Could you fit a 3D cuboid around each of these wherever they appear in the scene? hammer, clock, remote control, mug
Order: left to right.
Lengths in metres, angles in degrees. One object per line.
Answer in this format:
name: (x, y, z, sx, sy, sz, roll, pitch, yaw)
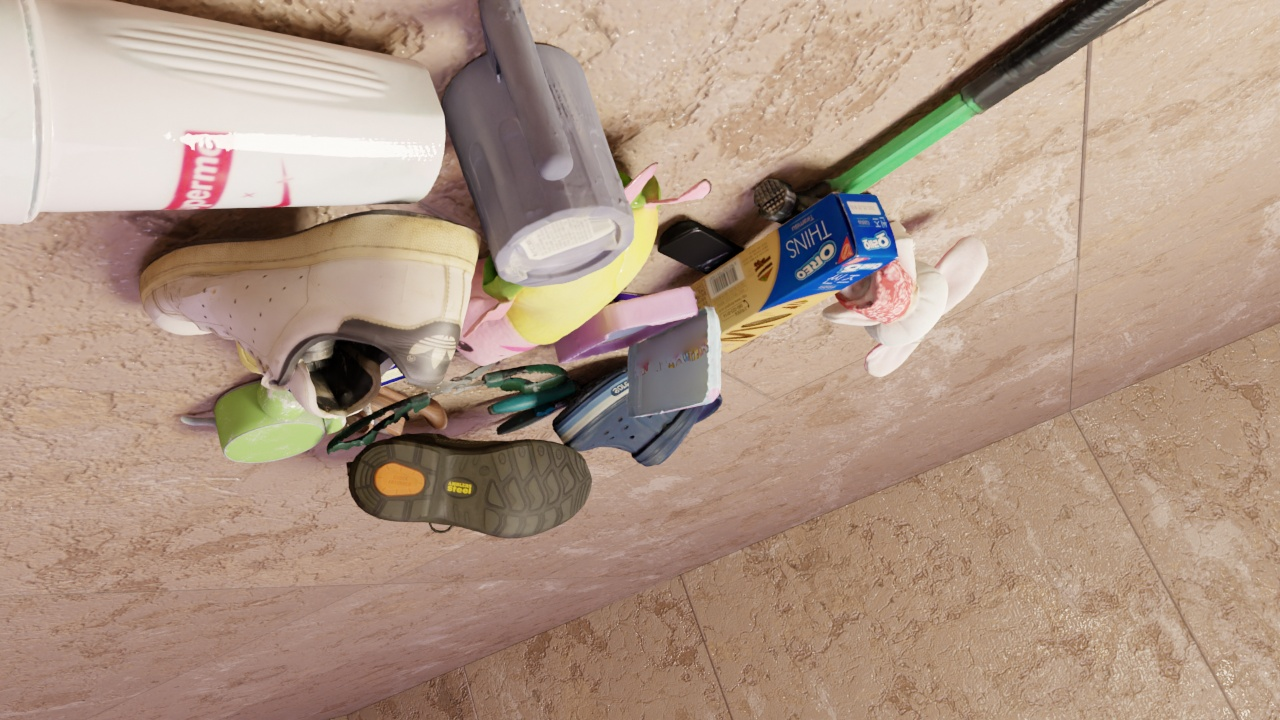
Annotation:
clock: (-0.296, 0.047, 0.750, 0.119, 0.042, 0.094, -25, 160, 11)
mug: (-0.055, -0.112, 0.483, 0.083, 0.104, 0.124, -16, 160, -9)
remote control: (0.064, -0.090, 0.775, 0.041, 0.020, 0.151, -25, 161, 26)
hammer: (0.241, -0.189, 0.675, 0.320, 0.032, 0.130, -34, 155, 32)

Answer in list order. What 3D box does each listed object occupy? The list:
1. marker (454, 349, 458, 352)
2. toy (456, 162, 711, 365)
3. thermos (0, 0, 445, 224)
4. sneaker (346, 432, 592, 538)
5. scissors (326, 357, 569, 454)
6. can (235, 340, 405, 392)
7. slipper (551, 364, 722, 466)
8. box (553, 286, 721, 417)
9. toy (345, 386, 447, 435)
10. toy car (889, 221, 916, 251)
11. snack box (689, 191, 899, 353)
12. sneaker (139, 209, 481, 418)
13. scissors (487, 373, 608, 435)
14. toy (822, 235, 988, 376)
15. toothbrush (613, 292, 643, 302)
marker: (-0.153, -0.014, 0.765, 0.123, 0.017, 0.021, -14, 159, -21)
toy: (-0.055, -0.067, 0.623, 0.239, 0.087, 0.189, -31, -178, 41)
thermos: (-0.195, -0.106, 0.388, 0.219, 0.099, 0.100, -8, 157, -42)
sneaker: (-0.178, 0.123, 0.907, 0.237, 0.101, 0.143, 8, 173, -28)
scissors: (-0.155, 0.033, 0.781, 0.202, 0.015, 0.201, -28, 165, 26)
can: (-0.210, -0.016, 0.651, 0.116, 0.056, 0.092, -19, 161, -4)
slipper: (0.018, 0.062, 0.997, 0.105, 0.095, 0.252, -38, 161, 32)
box: (-0.002, 0.006, 0.761, 0.089, 0.092, 0.214, -14, 178, -18)
toy: (-0.225, 0.047, 0.821, 0.055, 0.041, 0.102, -46, 148, 4)
toy car: (0.194, -0.102, 0.847, 0.113, 0.039, 0.039, -21, 139, -1)
snack box: (0.111, -0.065, 0.757, 0.056, 0.057, 0.207, -4, 163, -40)
sneaker: (-0.190, -0.018, 0.519, 0.242, 0.102, 0.088, -5, 174, 31)
scissors: (-0.099, 0.043, 0.962, 0.156, 0.019, 0.124, -32, 159, 23)
toy: (0.222, -0.059, 0.815, 0.194, 0.084, 0.159, 16, 116, -43)
toothbrush: (0.043, -0.049, 0.864, 0.186, 0.016, 0.015, 2, 150, -46)
